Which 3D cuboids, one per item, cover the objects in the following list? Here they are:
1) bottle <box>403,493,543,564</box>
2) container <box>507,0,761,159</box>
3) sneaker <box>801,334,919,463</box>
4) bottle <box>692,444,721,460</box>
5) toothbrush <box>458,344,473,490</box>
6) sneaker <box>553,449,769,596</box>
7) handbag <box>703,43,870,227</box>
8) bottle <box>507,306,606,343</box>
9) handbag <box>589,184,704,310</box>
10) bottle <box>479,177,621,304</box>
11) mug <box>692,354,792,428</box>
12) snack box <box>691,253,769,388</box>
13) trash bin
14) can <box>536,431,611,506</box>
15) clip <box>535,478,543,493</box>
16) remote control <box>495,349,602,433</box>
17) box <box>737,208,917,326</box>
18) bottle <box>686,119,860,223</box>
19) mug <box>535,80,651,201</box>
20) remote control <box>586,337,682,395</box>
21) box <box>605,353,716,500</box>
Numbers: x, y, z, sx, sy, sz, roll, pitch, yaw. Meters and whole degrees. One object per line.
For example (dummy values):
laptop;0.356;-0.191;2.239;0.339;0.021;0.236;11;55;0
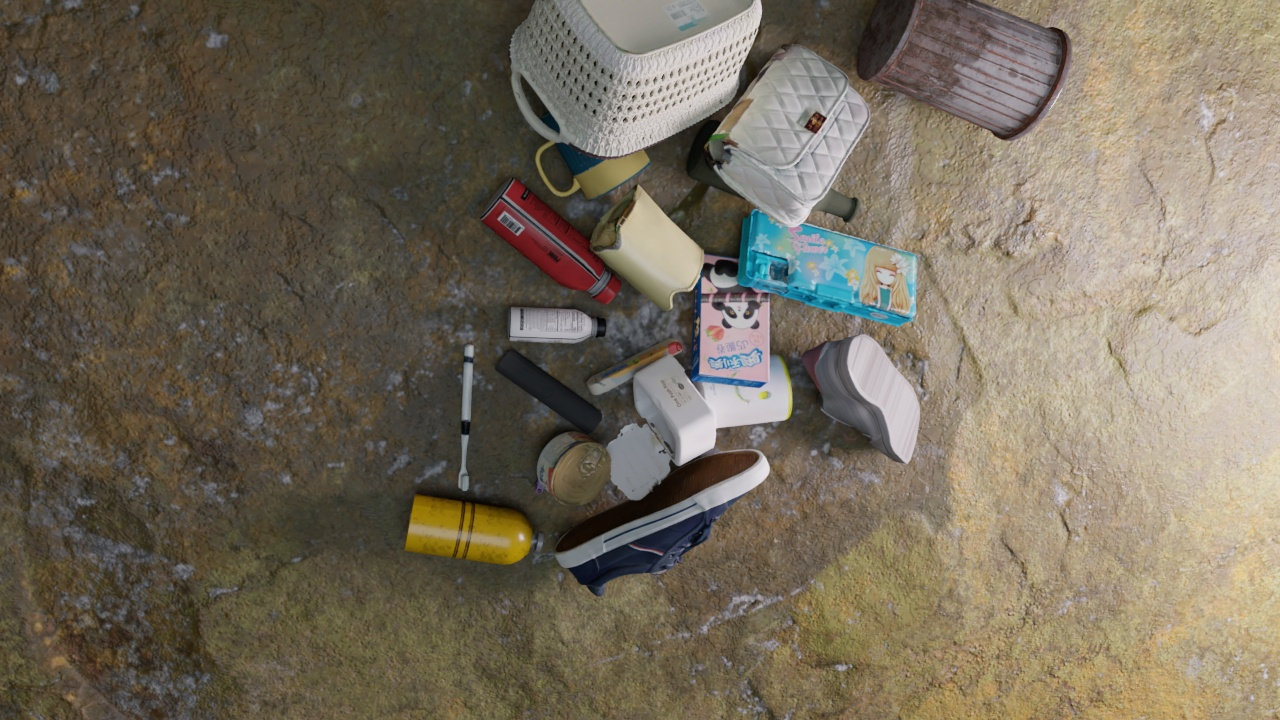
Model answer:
bottle;-0.203;0.212;1.133;0.163;0.071;0.071;11;104;-13
container;0.001;-0.325;0.921;0.251;0.143;0.184;-32;84;-26
sneaker;0.278;0.050;1.170;0.236;0.090;0.099;49;59;-37
bottle;0.091;0.129;1.176;0.036;0.036;0.110;-41;109;3
toothbrush;-0.211;0.071;1.116;0.012;0.017;0.187;-4;108;-30
sneaker;0.044;0.214;1.141;0.295;0.120;0.127;-31;102;16
handbag;0.167;-0.252;1.004;0.139;0.073;0.194;36;59;-6
bottle;-0.099;-0.041;1.090;0.116;0.041;0.041;2;106;-11
handbag;0.005;-0.126;1.046;0.119;0.111;0.081;42;116;-17
bottle;-0.097;-0.130;1.052;0.176;0.062;0.062;39;96;-18
mug;0.124;0.039;1.132;0.106;0.082;0.082;-7;107;-7
snack box;0.108;-0.047;1.090;0.088;0.033;0.154;7;72;-12
trash bin;0.370;-0.340;1.038;0.211;0.130;0.131;17;103;-13
can;-0.081;0.133;1.128;0.086;0.043;0.086;-14;116;-31
clip;-0.122;0.143;1.149;0.013;0.033;0.051;12;104;-13
remote control;-0.111;0.039;1.124;0.147;0.015;0.033;37;97;-18
box;0.229;-0.111;1.107;0.226;0.040;0.094;13;70;-15
bottle;0.159;-0.211;1.069;0.206;0.071;0.071;19;102;-15
mug;-0.063;-0.235;1.017;0.114;0.083;0.107;-31;109;6
remote control;-0.007;0.007;1.121;0.125;0.038;0.018;-27;107;-1
box;0.025;0.086;1.117;0.101;0.111;0.190;-16;146;-32
